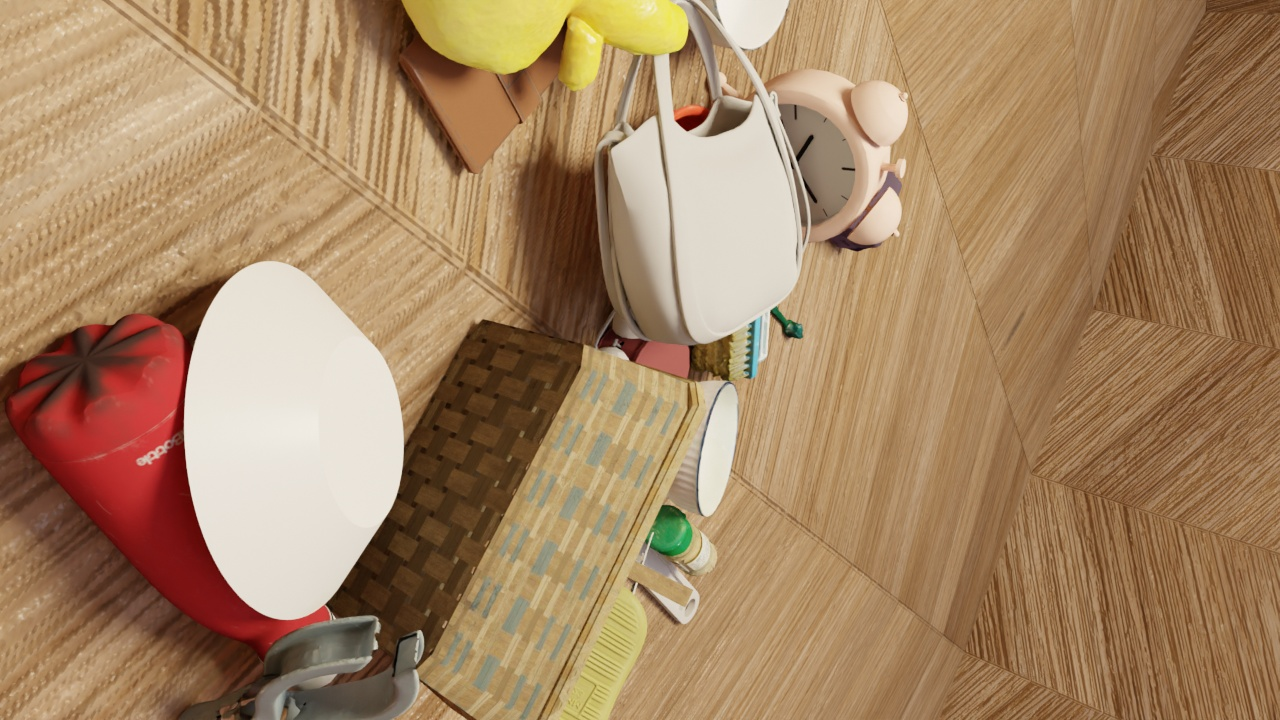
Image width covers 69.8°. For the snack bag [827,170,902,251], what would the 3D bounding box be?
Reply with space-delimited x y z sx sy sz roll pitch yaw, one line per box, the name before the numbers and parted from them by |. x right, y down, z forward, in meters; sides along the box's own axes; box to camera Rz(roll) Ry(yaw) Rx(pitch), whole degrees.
snack bag | 0.210 -0.178 0.941 0.205 0.058 0.096 16 93 -58

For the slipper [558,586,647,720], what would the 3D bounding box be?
slipper | -0.064 0.261 0.749 0.190 0.091 0.081 -61 -174 1

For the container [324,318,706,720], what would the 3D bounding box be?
container | -0.060 0.112 0.606 0.186 0.158 0.249 39 72 -44

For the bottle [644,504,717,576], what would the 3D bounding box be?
bottle | 0.038 0.167 0.839 0.043 0.043 0.111 -62 149 -14

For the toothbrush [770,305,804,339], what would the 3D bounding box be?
toothbrush | 0.128 -0.061 0.915 0.189 0.017 0.016 38 74 -56

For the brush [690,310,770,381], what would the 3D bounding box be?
brush | 0.087 -0.053 0.822 0.075 0.055 0.136 -26 126 -42

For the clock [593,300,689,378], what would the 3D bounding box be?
clock | -0.005 0.004 0.728 0.087 0.044 0.124 -59 145 -18

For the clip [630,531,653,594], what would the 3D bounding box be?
clip | -0.016 0.182 0.782 0.057 0.054 0.102 14 100 -23

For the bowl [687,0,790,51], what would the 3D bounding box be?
bowl | 0.059 -0.285 0.662 0.113 0.063 0.113 -30 130 -45

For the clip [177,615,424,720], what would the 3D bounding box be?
clip | -0.183 0.168 0.468 0.106 0.164 0.027 28 39 -30

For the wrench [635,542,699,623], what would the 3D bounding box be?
wrench | 0.015 0.186 0.871 0.086 0.018 0.273 -59 146 -19

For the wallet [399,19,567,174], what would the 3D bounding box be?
wallet | -0.086 -0.183 0.545 0.120 0.013 0.087 -58 143 -24

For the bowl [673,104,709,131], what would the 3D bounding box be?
bowl | 0.017 -0.128 0.693 0.130 0.045 0.131 -30 129 -46

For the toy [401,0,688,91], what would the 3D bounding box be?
toy | -0.051 -0.219 0.491 0.207 0.092 0.134 -3 104 -45

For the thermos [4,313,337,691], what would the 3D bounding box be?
thermos | -0.205 0.088 0.450 0.073 0.073 0.240 -47 141 -33

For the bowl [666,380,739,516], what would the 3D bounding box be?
bowl | 0.040 0.072 0.798 0.118 0.062 0.118 10 89 -71

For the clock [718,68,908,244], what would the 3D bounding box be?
clock | 0.138 -0.168 0.744 0.086 0.161 0.131 -40 135 -40

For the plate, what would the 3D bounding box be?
plate | -0.153 0.037 0.451 0.174 0.036 0.174 -4 89 -82

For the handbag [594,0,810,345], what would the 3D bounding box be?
handbag | 0.043 -0.137 0.639 0.215 0.096 0.223 -30 116 -47
